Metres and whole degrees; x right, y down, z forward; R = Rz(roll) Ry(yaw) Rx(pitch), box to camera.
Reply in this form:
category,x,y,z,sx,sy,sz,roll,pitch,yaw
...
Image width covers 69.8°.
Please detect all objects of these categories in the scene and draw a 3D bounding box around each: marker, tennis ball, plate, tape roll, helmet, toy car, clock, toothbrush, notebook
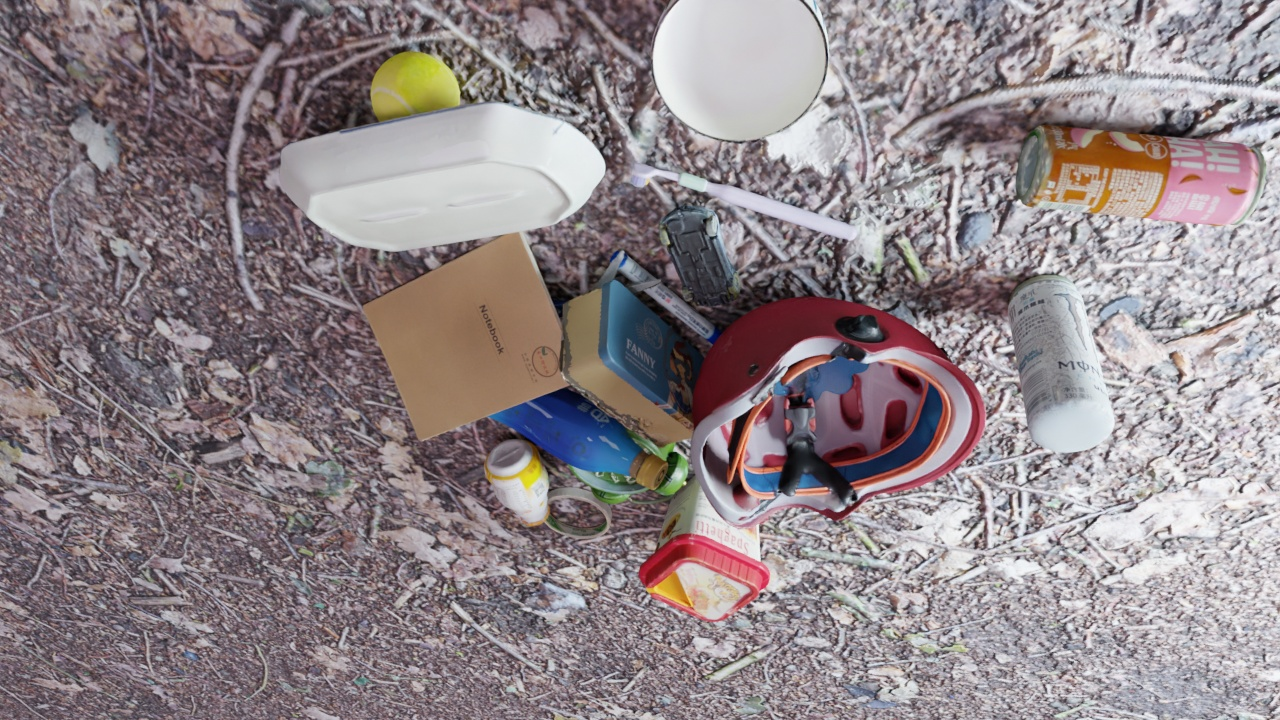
category,x,y,z,sx,sy,sz,roll,pitch,yaw
marker,0.031,-0.051,0.828,0.145,0.016,0.017,37,131,-23
tennis ball,-0.169,-0.198,0.691,0.065,0.065,0.066,7,136,6
plate,-0.159,-0.133,0.726,0.266,0.034,0.162,-5,161,19
tape roll,-0.076,0.182,1.088,0.086,0.013,0.086,7,135,6
helmet,0.155,0.028,0.794,0.240,0.143,0.207,-7,133,-2
toy car,0.051,-0.089,0.773,0.049,0.031,0.106,-9,133,20
clock,-0.016,0.098,0.960,0.116,0.056,0.161,-12,130,25
toothbrush,0.084,-0.126,0.738,0.189,0.029,0.021,15,98,-3
notebook,-0.162,-0.019,0.857,0.208,0.008,0.148,-20,94,30

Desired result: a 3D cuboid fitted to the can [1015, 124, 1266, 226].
category,x,y,z,sx,sy,sz,roll,pitch,yaw
can,0.347,-0.130,0.645,0.147,0.057,0.058,7,136,6

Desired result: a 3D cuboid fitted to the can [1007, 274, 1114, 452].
category,x,y,z,sx,sy,sz,roll,pitch,yaw
can,0.325,0.000,0.716,0.058,0.146,0.058,7,136,7

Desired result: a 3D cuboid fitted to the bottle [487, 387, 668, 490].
category,x,y,z,sx,sy,sz,roll,pitch,yaw
bottle,-0.074,0.060,0.875,0.219,0.065,0.065,28,139,19

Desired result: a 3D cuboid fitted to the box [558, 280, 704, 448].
category,x,y,z,sx,sy,sz,roll,pitch,yaw
box,-0.005,0.005,0.818,0.061,0.089,0.184,-18,145,27

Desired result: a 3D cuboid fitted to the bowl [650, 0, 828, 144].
category,x,y,z,sx,sy,sz,roll,pitch,yaw
bowl,0.068,-0.214,0.619,0.116,0.066,0.117,6,135,6

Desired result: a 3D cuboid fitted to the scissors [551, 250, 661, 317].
category,x,y,z,sx,sy,sz,roll,pitch,yaw
scissors,-0.049,-0.043,0.848,0.164,0.012,0.161,2,139,20

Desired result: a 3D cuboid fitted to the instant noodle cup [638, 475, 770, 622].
category,x,y,z,sx,sy,sz,roll,pitch,yaw
instant noodle cup,0.073,0.196,0.989,0.116,0.124,0.117,28,134,-13

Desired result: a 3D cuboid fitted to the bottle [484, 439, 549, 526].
category,x,y,z,sx,sy,sz,roll,pitch,yaw
bottle,-0.132,0.139,1.022,0.063,0.063,0.108,-2,133,15
